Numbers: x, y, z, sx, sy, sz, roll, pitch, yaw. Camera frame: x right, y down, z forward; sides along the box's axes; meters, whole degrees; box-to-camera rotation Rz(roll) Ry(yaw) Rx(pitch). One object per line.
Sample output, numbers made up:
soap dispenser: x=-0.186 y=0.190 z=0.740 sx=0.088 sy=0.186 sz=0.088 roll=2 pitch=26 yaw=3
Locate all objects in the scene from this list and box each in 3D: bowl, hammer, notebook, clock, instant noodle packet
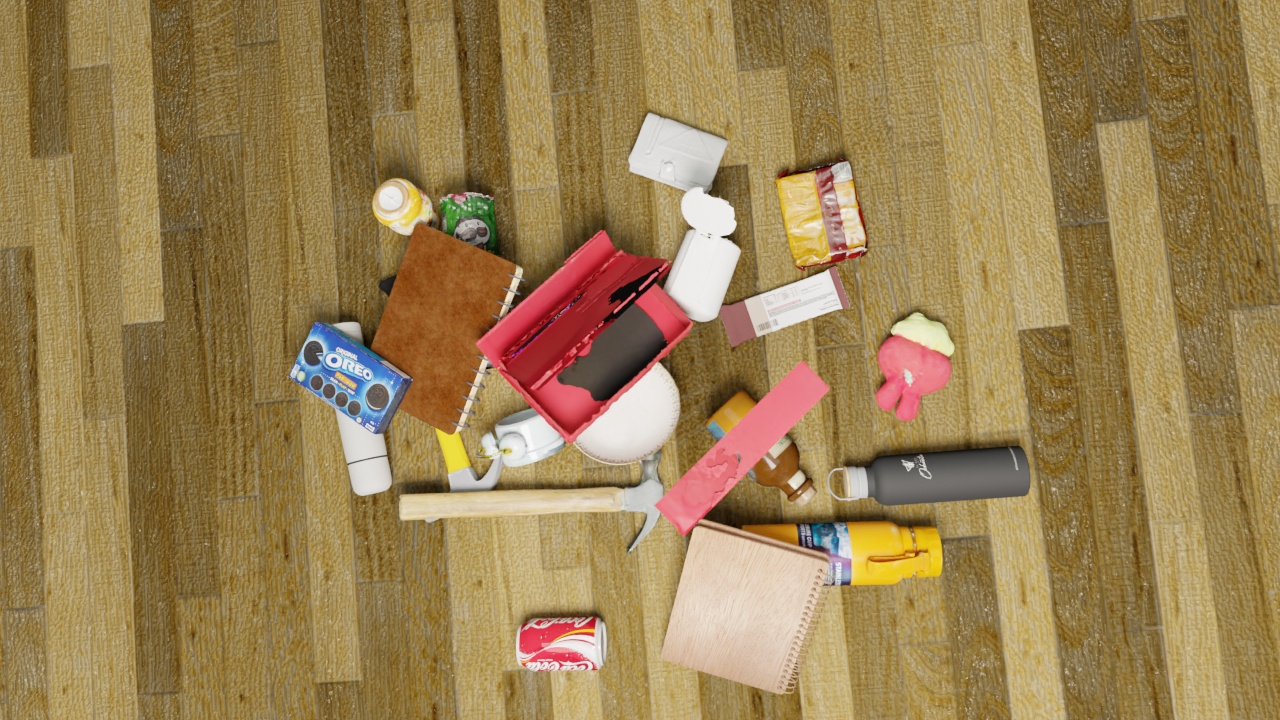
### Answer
bowl: x=-0.024 y=0.063 z=1.151 sx=0.145 sy=0.063 sz=0.145 roll=0 pitch=76 yaw=1
hammer: x=-0.272 y=0.039 z=1.203 sx=0.127 sy=0.029 sz=0.323 roll=-20 pitch=83 yaw=4
notebook: x=0.126 y=0.298 z=1.096 sx=0.169 sy=0.022 sz=0.211 roll=15 pitch=117 yaw=7
clock: x=-0.150 y=0.101 z=1.143 sx=0.117 sy=0.083 sz=0.057 roll=-25 pitch=103 yaw=-39
notebook: x=-0.247 y=-0.038 z=1.141 sx=0.167 sy=0.024 sz=0.225 roll=24 pitch=98 yaw=20
instant noodle packet: x=0.230 y=-0.186 z=1.162 sx=0.098 sy=0.039 sz=0.135 roll=-12 pitch=86 yaw=4
hammer: x=-0.136 y=0.181 z=1.158 sx=0.330 sy=0.033 sz=0.132 roll=-2 pitch=89 yaw=-2

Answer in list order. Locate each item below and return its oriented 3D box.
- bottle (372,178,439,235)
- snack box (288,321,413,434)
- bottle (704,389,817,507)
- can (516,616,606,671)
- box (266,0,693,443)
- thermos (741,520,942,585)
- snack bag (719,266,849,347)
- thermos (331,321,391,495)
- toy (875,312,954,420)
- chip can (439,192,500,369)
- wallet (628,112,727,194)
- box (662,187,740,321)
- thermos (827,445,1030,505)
bottle: x=-0.297 y=-0.191 z=1.179 sx=0.063 sy=0.109 sz=0.063 roll=-2 pitch=81 yaw=11
snack box: x=-0.365 y=0.021 z=1.153 sx=0.150 sy=0.027 sz=0.082 roll=29 pitch=97 yaw=16
bottle: x=0.155 y=0.114 z=1.133 sx=0.068 sy=0.068 sz=0.157 roll=-43 pitch=83 yaw=1
can: x=-0.098 y=0.353 z=1.142 sx=0.105 sy=0.064 sz=0.064 roll=-3 pitch=85 yaw=6
box: x=-0.164 y=-0.151 z=1.043 sx=0.215 sy=0.141 sz=0.511 roll=-42 pitch=103 yaw=-10
thermos: x=0.240 y=0.239 z=1.104 sx=0.233 sy=0.091 sz=0.076 roll=-2 pitch=126 yaw=5
snack bag: x=0.182 y=-0.068 z=1.170 sx=0.158 sy=0.013 sz=0.057 roll=-20 pitch=86 yaw=4
thermos: x=-0.370 y=0.063 z=1.197 sx=0.052 sy=0.052 sz=0.224 roll=-14 pitch=84 yaw=4
toy: x=0.336 y=0.008 z=1.133 sx=0.091 sy=0.045 sz=0.135 roll=20 pitch=84 yaw=4
chip can: x=-0.215 y=-0.099 z=1.183 sx=0.075 sy=0.075 sz=0.223 roll=-7 pitch=86 yaw=5
wallet: x=0.047 y=-0.269 z=1.190 sx=0.116 sy=0.032 sz=0.086 roll=17 pitch=85 yaw=7
box: x=0.074 y=-0.127 z=1.123 sx=0.083 sy=0.143 sz=0.137 roll=20 pitch=85 yaw=22
thermos: x=0.344 y=0.143 z=1.114 sx=0.231 sy=0.061 sz=0.061 roll=-5 pitch=85 yaw=5
